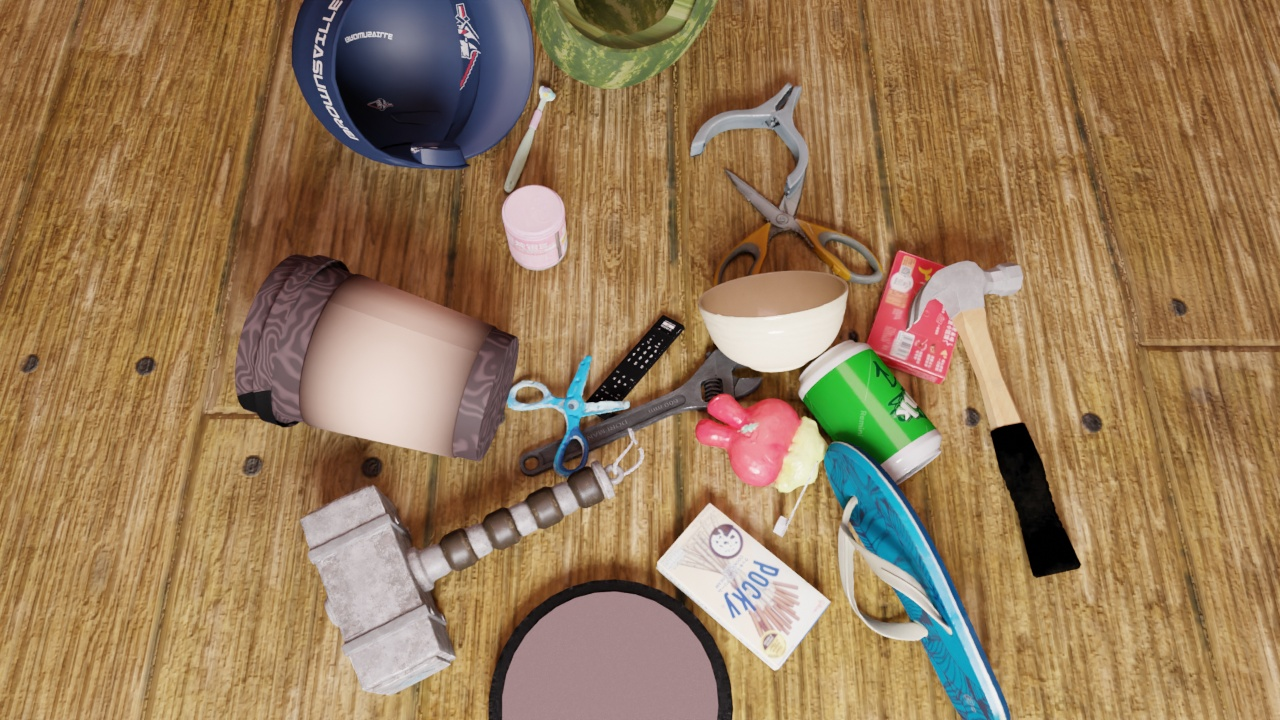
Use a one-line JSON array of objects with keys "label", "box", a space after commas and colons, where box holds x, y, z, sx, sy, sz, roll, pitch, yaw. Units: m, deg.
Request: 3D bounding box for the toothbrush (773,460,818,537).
[{"label": "toothbrush", "box": [0.140, 0.127, 0.836, 0.010, 0.182, 0.010, 28, 64, 14]}]

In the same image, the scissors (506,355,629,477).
[{"label": "scissors", "box": [-0.077, 0.057, 0.940, 0.134, 0.011, 0.139, -3, 64, 11]}]

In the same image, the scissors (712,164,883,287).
[{"label": "scissors", "box": [0.171, -0.138, 1.040, 0.230, 0.016, 0.224, 24, 67, 11]}]

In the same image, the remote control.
[{"label": "remote control", "box": [-0.006, 0.006, 0.971, 0.030, 0.009, 0.139, 29, 64, 26]}]

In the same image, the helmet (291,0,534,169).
[{"label": "helmet", "box": [-0.245, -0.335, 1.016, 0.271, 0.233, 0.223, -14, 28, -26]}]

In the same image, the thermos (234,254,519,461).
[{"label": "thermos", "box": [-0.246, 0.005, 0.896, 0.226, 0.173, 0.172, 17, 67, 1]}]

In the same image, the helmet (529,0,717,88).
[{"label": "helmet", "box": [-0.017, -0.440, 1.047, 0.213, 0.248, 0.242, 24, 26, -11]}]

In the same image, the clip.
[{"label": "clip", "box": [0.132, -0.256, 1.080, 0.165, 0.032, 0.164, -12, 64, -7]}]

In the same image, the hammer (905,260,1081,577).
[{"label": "hammer", "box": [0.369, 0.053, 0.935, 0.131, 0.039, 0.327, -9, 72, -10]}]

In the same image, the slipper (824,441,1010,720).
[{"label": "slipper", "box": [0.237, 0.209, 0.840, 0.060, 0.118, 0.294, -21, 73, -18]}]

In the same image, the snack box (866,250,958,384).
[{"label": "snack box", "box": [0.303, -0.049, 1.000, 0.089, 0.021, 0.132, 21, 68, 8]}]

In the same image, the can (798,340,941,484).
[{"label": "can", "box": [0.228, 0.055, 0.919, 0.087, 0.088, 0.140, -30, 70, -13]}]

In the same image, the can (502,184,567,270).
[{"label": "can", "box": [-0.115, -0.145, 1.006, 0.067, 0.076, 0.067, 0, 67, -1]}]

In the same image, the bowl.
[{"label": "bowl", "box": [0.138, -0.035, 0.939, 0.150, 0.150, 0.075, -10, 110, -5]}]

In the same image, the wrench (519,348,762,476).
[{"label": "wrench", "box": [0.002, 0.057, 0.954, 0.273, 0.018, 0.073, -23, 65, -9]}]

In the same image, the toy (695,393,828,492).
[{"label": "toy", "box": [0.122, 0.081, 0.927, 0.135, 0.045, 0.091, 20, 79, 2]}]

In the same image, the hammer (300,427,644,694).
[{"label": "hammer", "box": [-0.139, 0.164, 0.866, 0.326, 0.080, 0.177, -25, 69, -9]}]

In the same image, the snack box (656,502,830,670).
[{"label": "snack box", "box": [0.097, 0.216, 0.882, 0.150, 0.026, 0.081, 38, 71, 15]}]

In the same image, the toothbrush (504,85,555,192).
[{"label": "toothbrush", "box": [-0.133, -0.263, 1.090, 0.022, 0.015, 0.154, 28, 65, -24]}]

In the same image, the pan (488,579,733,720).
[{"label": "pan", "box": [-0.004, 0.368, 0.812, 0.225, 0.034, 0.356, -19, 67, -8]}]
